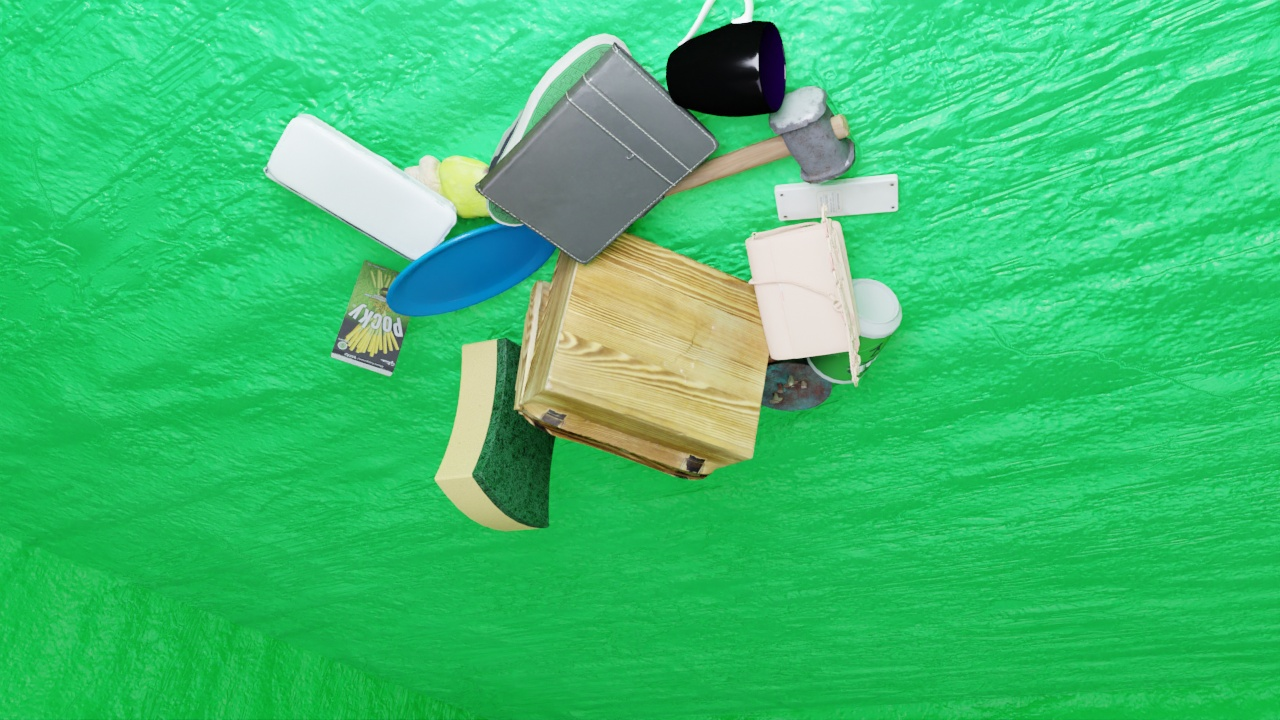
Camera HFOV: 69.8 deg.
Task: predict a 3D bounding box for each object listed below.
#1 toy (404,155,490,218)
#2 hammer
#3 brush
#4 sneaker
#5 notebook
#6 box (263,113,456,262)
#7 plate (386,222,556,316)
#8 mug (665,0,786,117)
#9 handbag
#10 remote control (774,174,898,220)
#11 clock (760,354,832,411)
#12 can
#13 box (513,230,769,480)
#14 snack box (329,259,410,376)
[{"bbox_3d":[-0.222,-0.205,1.078,0.115,0.046,0.092,7,147,13],"label":"toy"},{"bbox_3d":[0.073,-0.210,1.020,0.329,0.052,0.098,-12,141,31],"label":"hammer"},{"bbox_3d":[-0.199,0.113,1.355,0.075,0.249,0.195,-8,147,22],"label":"brush"},{"bbox_3d":[-0.095,-0.254,0.970,0.084,0.079,0.236,20,128,-32],"label":"sneaker"},{"bbox_3d":[-0.042,-0.204,0.959,0.209,0.029,0.169,-37,132,25],"label":"notebook"},{"bbox_3d":[-0.336,-0.186,1.078,0.210,0.084,0.186,33,147,-25],"label":"box"},{"bbox_3d":[-0.208,-0.119,1.131,0.224,0.024,0.224,-24,168,-6],"label":"plate"},{"bbox_3d":[0.077,-0.292,0.876,0.100,0.084,0.119,2,117,26],"label":"mug"},{"bbox_3d":[0.176,-0.076,1.045,0.117,0.186,0.199,-9,106,18],"label":"handbag"},{"bbox_3d":[0.224,-0.186,1.050,0.136,0.011,0.050,-3,145,15],"label":"remote control"},{"bbox_3d":[0.197,0.015,1.297,0.157,0.073,0.122,22,143,-19],"label":"clock"},{"bbox_3d":[0.275,-0.037,1.193,0.088,0.087,0.140,11,146,-5],"label":"can"},{"bbox_3d":[-0.008,0.013,1.173,0.279,0.258,0.221,21,156,-21],"label":"box"},{"bbox_3d":[-0.351,-0.058,1.225,0.080,0.147,0.025,20,144,-18],"label":"snack box"}]
